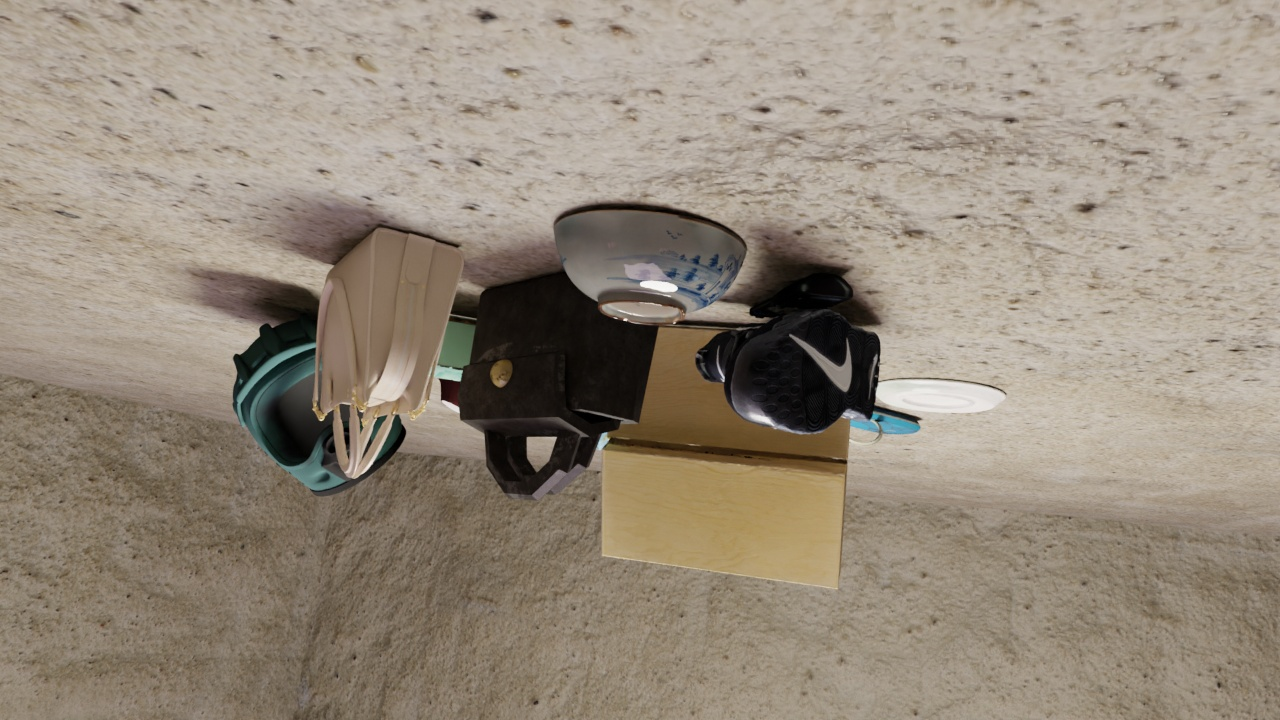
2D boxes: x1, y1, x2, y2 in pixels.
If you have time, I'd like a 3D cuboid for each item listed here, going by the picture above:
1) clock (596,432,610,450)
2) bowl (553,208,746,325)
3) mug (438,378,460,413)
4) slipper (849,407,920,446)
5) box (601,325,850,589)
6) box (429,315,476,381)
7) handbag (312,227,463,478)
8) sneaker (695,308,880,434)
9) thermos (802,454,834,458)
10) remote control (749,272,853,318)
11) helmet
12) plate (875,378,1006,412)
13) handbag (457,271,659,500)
[{"bbox_3d":[-0.092,0.064,1.309,0.162,0.060,0.118,39,169,-3],"label":"clock"},{"bbox_3d":[0.004,-0.062,0.688,0.151,0.056,0.151,7,168,1],"label":"bowl"},{"bbox_3d":[-0.205,0.011,1.067,0.114,0.088,0.087,31,162,-9],"label":"mug"},{"bbox_3d":[0.278,0.088,1.276,0.294,0.060,0.118,15,169,-37],"label":"slipper"},{"bbox_3d":[0.085,0.091,0.935,0.247,0.253,0.068,4,-175,15],"label":"box"},{"bbox_3d":[-0.132,-0.013,0.983,0.186,0.052,0.138,9,-148,-16],"label":"box"},{"bbox_3d":[-0.233,0.004,0.802,0.101,0.197,0.195,13,168,-29],"label":"handbag"},{"bbox_3d":[0.103,0.005,0.785,0.151,0.097,0.252,4,-179,31],"label":"sneaker"},{"bbox_3d":[0.164,0.101,1.055,0.132,0.131,0.221,4,-166,16],"label":"thermos"},{"bbox_3d":[0.130,-0.051,0.764,0.045,0.021,0.140,5,174,-8],"label":"remote control"},{"bbox_3d":[-0.395,0.042,1.106,0.176,0.200,0.275,-35,-164,-14],"label":"helmet"},{"bbox_3d":[0.360,0.045,1.115,0.157,0.014,0.157,7,169,1],"label":"plate"},{"bbox_3d":[-0.091,0.026,0.826,0.102,0.199,0.198,16,165,-40],"label":"handbag"}]
